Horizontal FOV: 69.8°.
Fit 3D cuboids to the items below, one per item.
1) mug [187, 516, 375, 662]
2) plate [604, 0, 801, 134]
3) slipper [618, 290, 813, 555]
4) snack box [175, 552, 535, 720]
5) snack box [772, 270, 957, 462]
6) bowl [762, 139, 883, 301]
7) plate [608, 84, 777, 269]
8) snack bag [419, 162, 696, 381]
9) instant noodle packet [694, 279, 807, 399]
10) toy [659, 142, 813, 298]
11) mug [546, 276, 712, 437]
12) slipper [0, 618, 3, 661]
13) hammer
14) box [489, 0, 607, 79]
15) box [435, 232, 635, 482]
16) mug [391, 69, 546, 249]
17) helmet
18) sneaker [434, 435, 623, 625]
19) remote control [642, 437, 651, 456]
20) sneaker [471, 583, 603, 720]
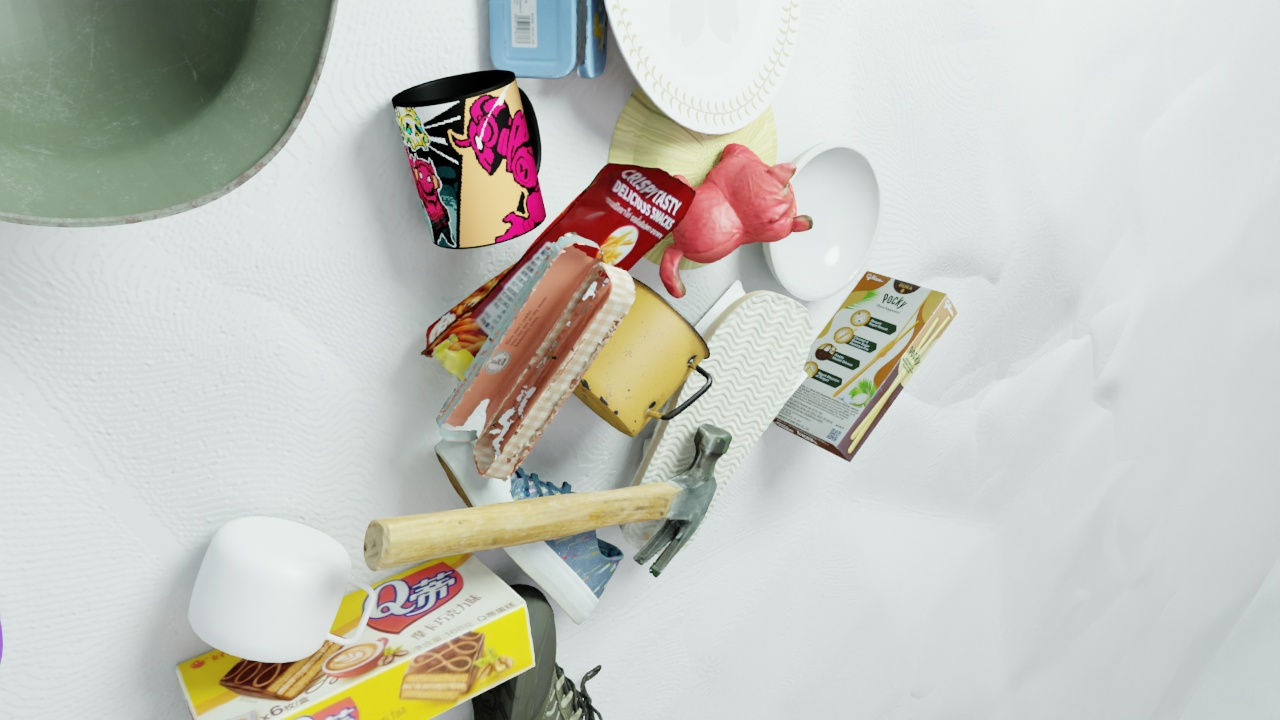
[{"bbox_3d":[-0.240,0.156,0.624,0.115,0.094,0.068,21,93,-3],"label":"mug"},{"bbox_3d":[0.049,-0.297,0.699,0.241,0.016,0.242,-10,104,-46],"label":"plate"},{"bbox_3d":[0.063,0.055,0.828,0.115,0.052,0.263,25,99,-27],"label":"slipper"},{"bbox_3d":[-0.205,0.225,0.677,0.229,0.110,0.062,-19,115,-31],"label":"snack box"},{"bbox_3d":[0.218,0.002,0.917,0.186,0.101,0.031,-52,130,-9],"label":"snack box"},{"bbox_3d":[0.162,-0.133,0.858,0.149,0.043,0.150,-15,117,-33],"label":"bowl"},{"bbox_3d":[0.060,-0.163,0.772,0.184,0.036,0.184,-15,116,-33],"label":"plate"},{"bbox_3d":[-0.051,-0.059,0.658,0.208,0.066,0.138,-39,161,15],"label":"snack bag"},{"bbox_3d":[0.100,0.001,0.867,0.087,0.026,0.134,-47,119,-13],"label":"instant noodle packet"},{"bbox_3d":[0.066,-0.106,0.714,0.133,0.094,0.088,-47,129,-9],"label":"toy"},{"bbox_3d":[-0.004,0.004,0.735,0.094,0.124,0.100,-48,150,-10],"label":"mug"},{"bbox_3d":[-0.418,0.098,0.481,0.107,0.084,0.267,-14,116,-33],"label":"slipper"},{"bbox_3d":[-0.055,0.118,0.688,0.329,0.033,0.132,1,114,-48],"label":"hammer"},{"bbox_3d":[-0.062,-0.304,0.632,0.085,0.073,0.209,-53,148,-65],"label":"box"},{"bbox_3d":[-0.073,0.003,0.617,0.071,0.056,0.187,30,117,-13],"label":"box"},{"bbox_3d":[-0.106,-0.145,0.634,0.117,0.082,0.098,-48,135,-49],"label":"mug"},{"bbox_3d":[-0.276,-0.212,0.418,0.226,0.154,0.268,-13,120,-35],"label":"helmet"},{"bbox_3d":[-0.079,0.130,0.751,0.079,0.087,0.235,-41,131,-13],"label":"sneaker"},{"bbox_3d":[0.053,0.080,0.878,0.125,0.018,0.038,-13,115,-32],"label":"remote control"},{"bbox_3d":[-0.075,0.304,0.812,0.142,0.101,0.238,-3,114,-32],"label":"sneaker"}]
